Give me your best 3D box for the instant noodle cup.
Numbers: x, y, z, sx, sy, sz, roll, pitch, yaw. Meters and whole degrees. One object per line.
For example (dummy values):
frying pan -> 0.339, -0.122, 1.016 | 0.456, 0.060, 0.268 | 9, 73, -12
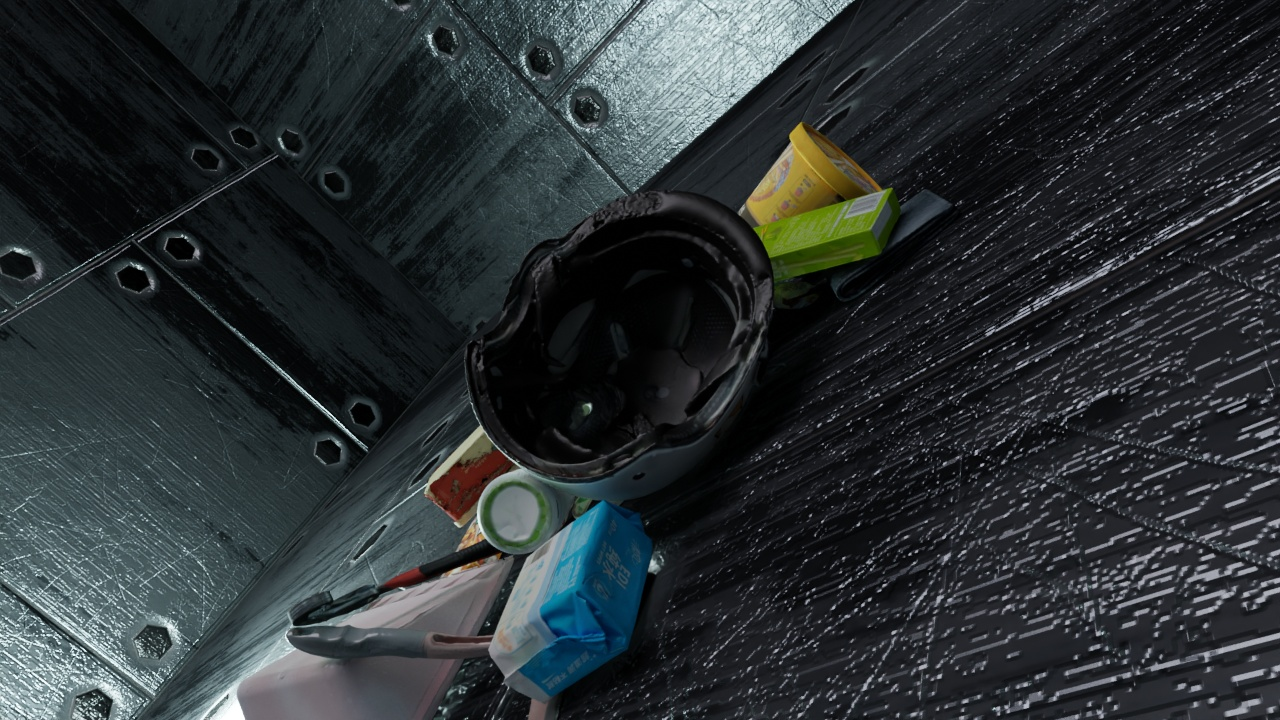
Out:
instant noodle cup -> 0.165, -0.153, 0.910 | 0.115, 0.118, 0.118 | -48, 10, 25

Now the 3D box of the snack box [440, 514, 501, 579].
snack box -> -0.175, 0.203, 1.031 | 0.075, 0.026, 0.153 | -38, 14, 27

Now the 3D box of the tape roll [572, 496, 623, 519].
tape roll -> -0.030, 0.119, 0.864 | 0.086, 0.014, 0.085 | -42, 13, 11

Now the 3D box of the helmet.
helmet -> -0.005, 0.005, 0.778 | 0.273, 0.230, 0.157 | -56, -25, -24

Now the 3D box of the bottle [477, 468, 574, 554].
bottle -> -0.094, 0.128, 0.839 | 0.068, 0.068, 0.197 | -44, -5, 2

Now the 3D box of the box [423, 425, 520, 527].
box -> -0.190, 0.111, 1.124 | 0.168, 0.080, 0.091 | -45, 12, 0

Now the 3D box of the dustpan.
dustpan -> -0.244, 0.313, 0.845 | 0.223, 0.139, 0.272 | -24, -1, 37

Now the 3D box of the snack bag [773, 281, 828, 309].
snack bag -> 0.140, -0.063, 0.876 | 0.048, 0.026, 0.104 | -18, 10, -13

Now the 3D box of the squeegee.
squeegee -> -0.163, 0.220, 0.731 | 0.250, 0.040, 0.247 | -6, 22, 9

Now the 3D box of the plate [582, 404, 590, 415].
plate -> -0.141, 0.107, 1.227 | 0.230, 0.027, 0.230 | -43, 13, 12

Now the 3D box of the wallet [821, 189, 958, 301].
wallet -> 0.213, -0.103, 0.799 | 0.121, 0.019, 0.097 | -38, 14, 15

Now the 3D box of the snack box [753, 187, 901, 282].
snack box -> 0.146, -0.105, 0.817 | 0.157, 0.026, 0.085 | -13, 26, 34

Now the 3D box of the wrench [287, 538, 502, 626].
wrench -> -0.189, 0.189, 0.839 | 0.272, 0.016, 0.056 | -13, -24, -43

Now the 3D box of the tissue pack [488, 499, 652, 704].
tissue pack -> -0.043, 0.165, 0.642 | 0.090, 0.063, 0.139 | -39, 13, 21
